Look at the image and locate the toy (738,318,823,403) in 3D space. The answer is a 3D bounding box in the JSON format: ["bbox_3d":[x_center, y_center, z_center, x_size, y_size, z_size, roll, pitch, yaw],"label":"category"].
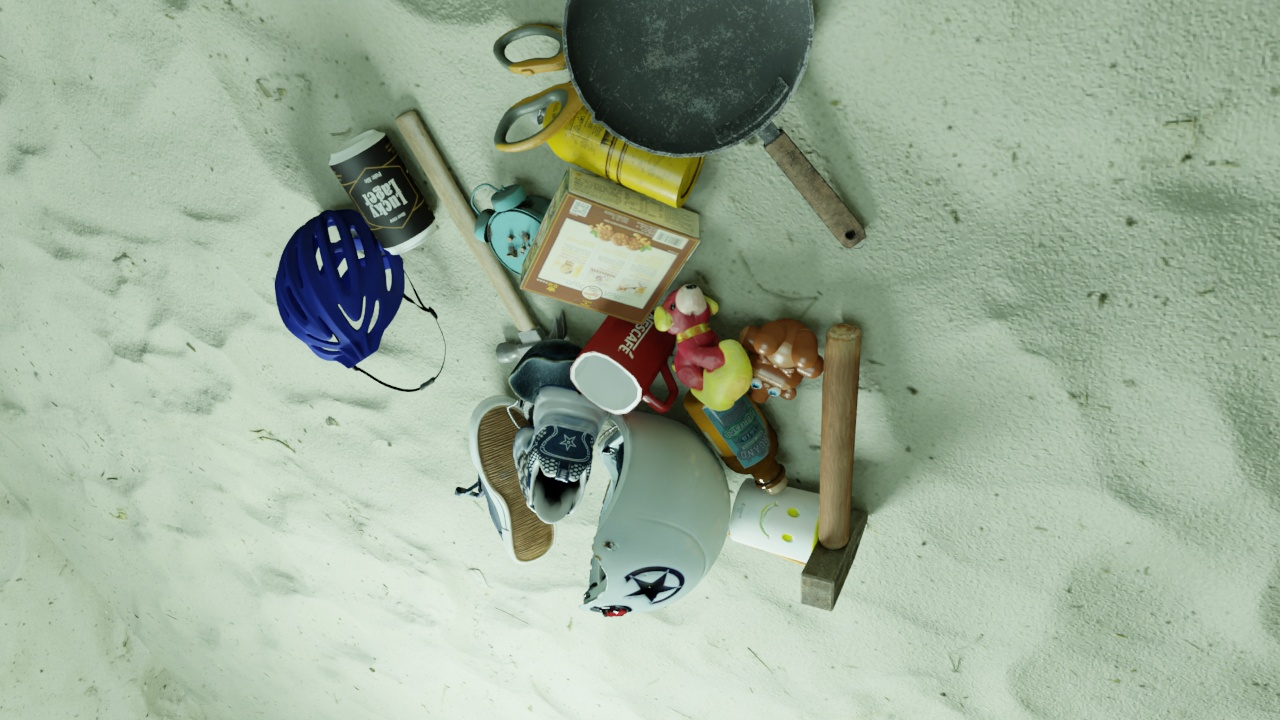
[{"bbox_3d":[0.140,0.007,0.966,0.095,0.065,0.128,25,142,6],"label":"toy"}]

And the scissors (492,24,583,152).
[{"bbox_3d":[-0.045,-0.252,0.826,0.226,0.166,0.016,7,172,25],"label":"scissors"}]

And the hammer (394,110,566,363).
[{"bbox_3d":[-0.188,-0.137,1.069,0.120,0.030,0.331,-8,120,35],"label":"hammer"}]

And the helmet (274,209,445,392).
[{"bbox_3d":[-0.337,-0.066,1.126,0.148,0.241,0.228,-32,136,7],"label":"helmet"}]

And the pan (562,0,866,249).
[{"bbox_3d":[0.088,-0.221,0.786,0.208,0.040,0.357,-36,119,21],"label":"pan"}]

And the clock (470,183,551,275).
[{"bbox_3d":[-0.131,-0.145,1.000,0.124,0.053,0.090,43,136,-9],"label":"clock"}]

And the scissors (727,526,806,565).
[{"bbox_3d":[0.165,0.240,1.182,0.133,0.012,0.084,23,178,-14],"label":"scissors"}]

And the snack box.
[{"bbox_3d":[-0.033,-0.111,0.939,0.143,0.041,0.147,16,139,-17],"label":"snack box"}]

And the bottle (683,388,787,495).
[{"bbox_3d":[0.117,0.089,1.047,0.068,0.067,0.157,-18,117,40],"label":"bottle"}]

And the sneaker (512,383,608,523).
[{"bbox_3d":[-0.108,0.143,1.116,0.103,0.132,0.270,13,148,-9],"label":"sneaker"}]

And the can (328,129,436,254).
[{"bbox_3d":[-0.291,-0.191,1.042,0.072,0.071,0.128,-7,124,35],"label":"can"}]

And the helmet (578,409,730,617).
[{"bbox_3d":[0.019,0.190,1.099,0.163,0.236,0.265,10,137,-4],"label":"helmet"}]

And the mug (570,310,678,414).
[{"bbox_3d":[-0.006,0.006,1.026,0.116,0.096,0.081,39,137,-5],"label":"mug"}]

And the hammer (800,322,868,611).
[{"bbox_3d":[0.212,0.099,0.977,0.037,0.157,0.301,9,119,24],"label":"hammer"}]

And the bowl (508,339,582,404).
[{"bbox_3d":[-0.098,0.010,1.087,0.110,0.055,0.110,1,145,1],"label":"bowl"}]

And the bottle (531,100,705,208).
[{"bbox_3d":[-0.025,-0.208,0.867,0.164,0.070,0.071,25,136,10],"label":"bottle"}]

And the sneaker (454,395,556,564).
[{"bbox_3d":[-0.198,0.153,1.293,0.127,0.120,0.295,44,150,43],"label":"sneaker"}]

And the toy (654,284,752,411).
[{"bbox_3d":[0.064,-0.011,0.971,0.106,0.067,0.137,-31,85,48],"label":"toy"}]

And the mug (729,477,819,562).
[{"bbox_3d":[0.170,0.190,1.096,0.106,0.082,0.083,12,133,23],"label":"mug"}]

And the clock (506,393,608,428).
[{"bbox_3d":[-0.108,0.060,1.173,0.123,0.043,0.091,-4,129,29],"label":"clock"}]
